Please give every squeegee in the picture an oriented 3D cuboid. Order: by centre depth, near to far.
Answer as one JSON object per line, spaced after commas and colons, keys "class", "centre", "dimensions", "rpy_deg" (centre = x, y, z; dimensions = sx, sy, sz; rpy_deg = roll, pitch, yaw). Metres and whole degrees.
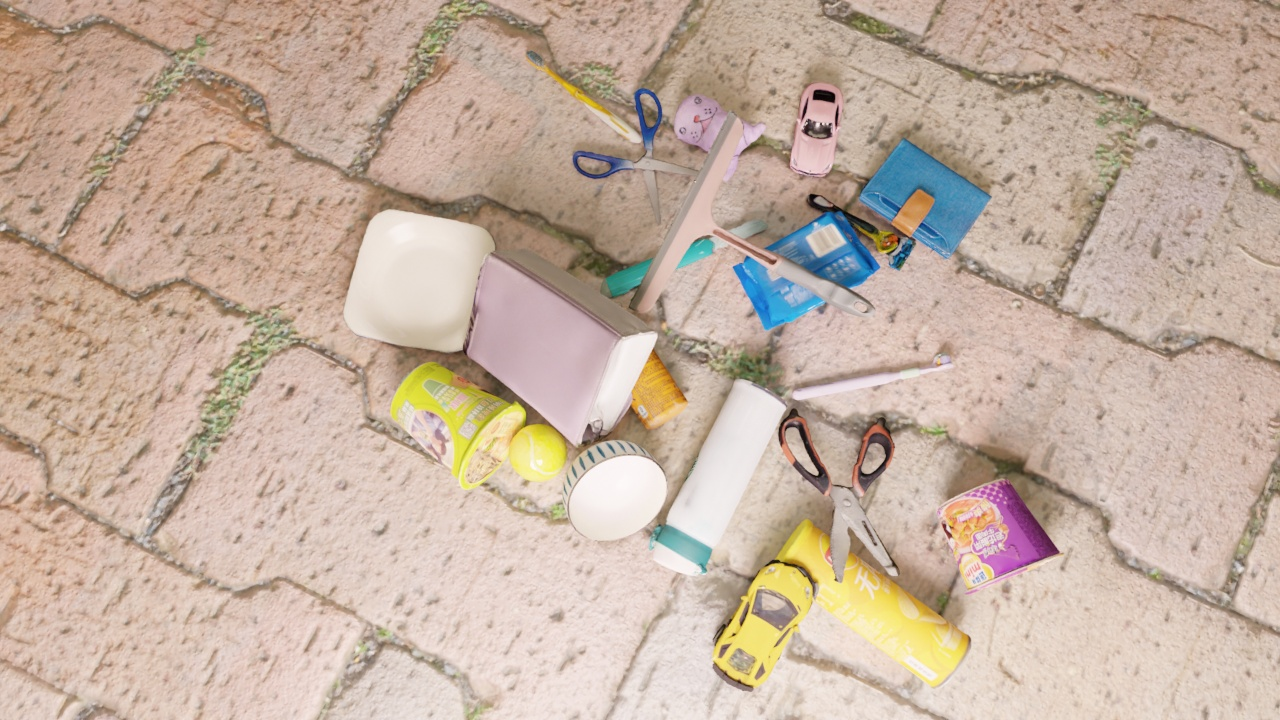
{"class": "squeegee", "centre": [0.152, -0.111, 1.040], "dimensions": [0.249, 0.040, 0.248], "rpy_deg": [29, 95, 4]}

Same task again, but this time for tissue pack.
{"class": "tissue pack", "centre": [0.194, -0.106, 1.084], "dimensions": [0.157, 0.052, 0.095], "rpy_deg": [-29, 77, -5]}

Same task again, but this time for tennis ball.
{"class": "tennis ball", "centre": [-0.116, 0.105, 1.038], "dimensions": [0.065, 0.065, 0.065], "rpy_deg": [0, 78, 1]}

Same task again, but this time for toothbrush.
{"class": "toothbrush", "centre": [0.270, 0.021, 1.072], "dimensions": [0.189, 0.029, 0.021], "rpy_deg": [-13, 115, -1]}
{"class": "toothbrush", "centre": [-0.073, -0.333, 1.155], "dimensions": [0.191, 0.018, 0.016], "rpy_deg": [39, 83, 9]}

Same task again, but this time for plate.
{"class": "plate", "centre": [-0.260, -0.092, 1.099], "dimensions": [0.164, 0.034, 0.163], "rpy_deg": [12, 78, 4]}

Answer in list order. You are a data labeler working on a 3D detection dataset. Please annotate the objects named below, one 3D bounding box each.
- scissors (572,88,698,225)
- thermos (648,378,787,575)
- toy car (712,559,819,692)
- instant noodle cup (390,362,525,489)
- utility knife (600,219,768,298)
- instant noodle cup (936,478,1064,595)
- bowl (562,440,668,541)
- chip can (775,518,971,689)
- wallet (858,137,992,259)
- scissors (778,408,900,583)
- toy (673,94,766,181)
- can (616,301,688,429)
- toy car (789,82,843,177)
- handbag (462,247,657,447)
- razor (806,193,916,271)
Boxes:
{"class": "scissors", "centre": [-0.002, -0.249, 1.131], "dimensions": [0.162, 0.012, 0.173], "rpy_deg": [-10, 87, 5]}
{"class": "thermos", "centre": [0.084, 0.133, 1.029], "dimensions": [0.073, 0.073, 0.224], "rpy_deg": [27, 80, 6]}
{"class": "toy car", "centre": [0.130, 0.282, 0.982], "dimensions": [0.071, 0.041, 0.156], "rpy_deg": [30, 109, 10]}
{"class": "instant noodle cup", "centre": [-0.211, 0.064, 1.033], "dimensions": [0.123, 0.112, 0.111], "rpy_deg": [33, 80, 15]}
{"class": "utility knife", "centre": [0.051, -0.124, 1.111], "dimensions": [0.223, 0.013, 0.029], "rpy_deg": [-22, 77, -1]}
{"class": "instant noodle cup", "centre": [0.380, 0.189, 0.994], "dimensions": [0.111, 0.112, 0.099], "rpy_deg": [-23, 70, -4]}
{"class": "bowl", "centre": [-0.034, 0.135, 1.019], "dimensions": [0.116, 0.116, 0.066], "rpy_deg": [-29, 35, -5]}
{"class": "chip can", "centre": [0.247, 0.262, 0.993], "dimensions": [0.213, 0.072, 0.072], "rpy_deg": [35, 81, 8]}
{"class": "wallet", "centre": [0.343, -0.196, 1.110], "dimensions": [0.133, 0.040, 0.106], "rpy_deg": [37, 76, 9]}
{"class": "scissors", "centre": [0.224, 0.138, 1.015], "dimensions": [0.189, 0.015, 0.226], "rpy_deg": [27, 57, 18]}
{"class": "toy", "centre": [0.089, -0.282, 1.132], "dimensions": [0.108, 0.039, 0.084], "rpy_deg": [35, 102, 6]}
{"class": "can", "centre": [-0.006, 0.006, 1.061], "dimensions": [0.058, 0.058, 0.146], "rpy_deg": [-32, 79, -6]}
{"class": "toy car", "centre": [0.218, -0.286, 1.131], "dimensions": [0.056, 0.037, 0.122], "rpy_deg": [10, 79, 5]}
{"class": "handbag", "centre": [-0.095, -0.018, 1.018], "dimensions": [0.197, 0.098, 0.145], "rpy_deg": [35, 112, 24]}
{"class": "razor", "centre": [0.265, -0.164, 1.111], "dimensions": [0.143, 0.022, 0.042], "rpy_deg": [33, 78, 8]}
